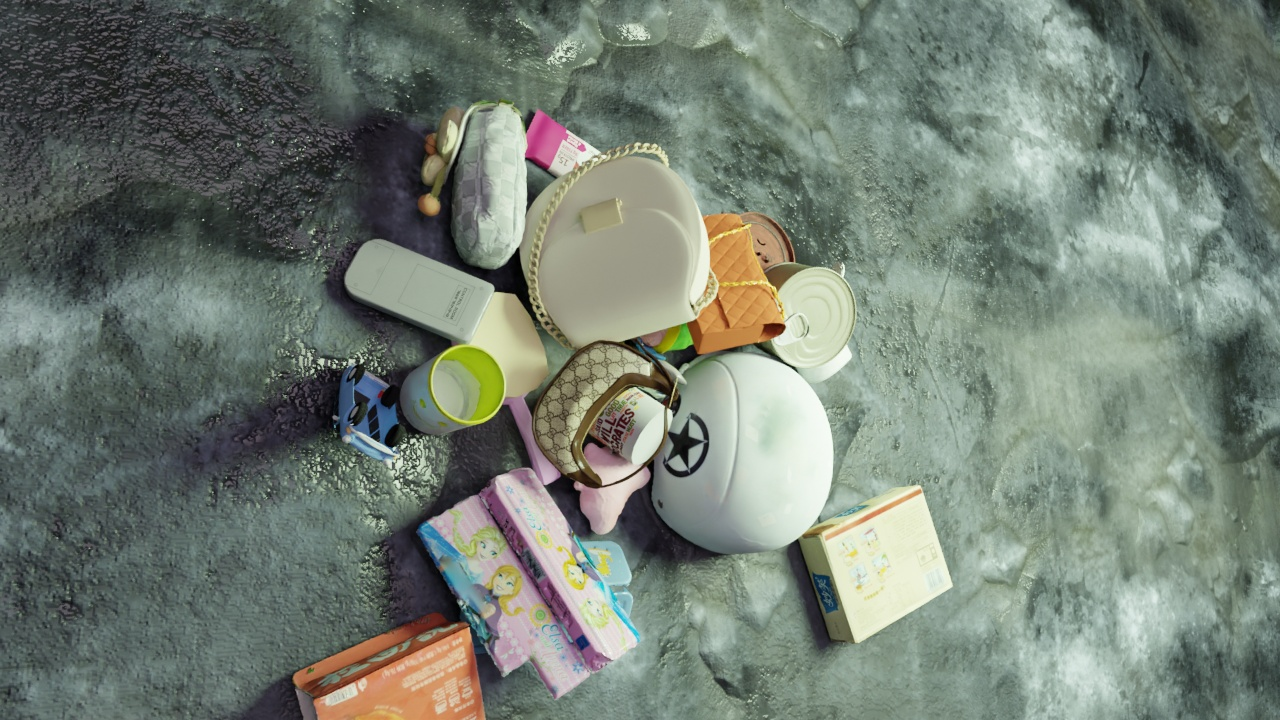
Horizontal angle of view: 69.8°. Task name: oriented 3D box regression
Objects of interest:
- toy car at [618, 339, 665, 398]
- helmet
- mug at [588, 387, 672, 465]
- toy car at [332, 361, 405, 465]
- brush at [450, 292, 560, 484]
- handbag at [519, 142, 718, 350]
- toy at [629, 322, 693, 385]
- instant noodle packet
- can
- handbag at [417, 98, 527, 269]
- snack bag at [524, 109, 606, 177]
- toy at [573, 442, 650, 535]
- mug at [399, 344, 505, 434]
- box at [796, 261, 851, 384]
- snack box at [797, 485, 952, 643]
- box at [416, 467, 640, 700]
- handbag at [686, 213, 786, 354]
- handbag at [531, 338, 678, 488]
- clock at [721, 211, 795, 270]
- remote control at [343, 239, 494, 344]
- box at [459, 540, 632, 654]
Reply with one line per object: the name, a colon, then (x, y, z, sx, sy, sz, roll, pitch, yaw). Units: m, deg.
toy car: (-0.007, 0.007, 1.119, 0.033, 0.048, 0.105, -44, 81, 9)
helmet: (0.143, 0.104, 1.131, 0.236, 0.164, 0.263, 21, 69, -28)
mug: (-0.013, 0.063, 1.078, 0.089, 0.074, 0.105, 32, 28, 24)
toy car: (-0.273, 0.054, 0.908, 0.056, 0.153, 0.055, 37, 99, -29)
brush: (-0.140, 0.033, 1.042, 0.089, 0.043, 0.228, -25, 93, -33)
handbag: (-0.027, -0.124, 1.062, 0.211, 0.103, 0.208, -16, 72, 9)
toy: (0.031, -0.045, 1.129, 0.131, 0.097, 0.124, 49, 20, -31)
instant noodle packet: (-0.227, 0.386, 0.904, 0.164, 0.084, 0.221, -18, 98, -38)
can: (0.200, -0.060, 1.168, 0.127, 0.073, 0.128, -6, 105, -22)
handbag: (-0.187, -0.193, 1.025, 0.123, 0.113, 0.171, 3, 78, -21)
snack bag: (-0.060, -0.237, 1.166, 0.196, 0.016, 0.070, 31, 67, -23)
toy: (-0.042, 0.143, 1.075, 0.093, 0.050, 0.102, 45, 64, -20)
mug: (-0.200, 0.033, 0.968, 0.082, 0.106, 0.082, 7, 76, -31)
box: (0.256, -0.054, 1.285, 0.143, 0.083, 0.136, -31, 95, -27)
snack box: (0.326, 0.278, 1.268, 0.206, 0.055, 0.153, -17, 89, -33)
box: (-0.110, 0.227, 0.958, 0.158, 0.066, 0.230, -22, 71, -43)
handbag: (0.099, -0.102, 1.107, 0.108, 0.060, 0.171, -10, 58, -12)
handbag: (-0.034, 0.058, 1.007, 0.138, 0.063, 0.166, 38, 83, 8)
clock: (0.135, -0.119, 1.226, 0.120, 0.072, 0.157, 27, 66, -24)
remote control: (-0.241, -0.076, 0.992, 0.151, 0.019, 0.074, 22, 67, -3)
box: (-0.103, 0.258, 1.015, 0.209, 0.049, 0.120, 4, 79, -32)
